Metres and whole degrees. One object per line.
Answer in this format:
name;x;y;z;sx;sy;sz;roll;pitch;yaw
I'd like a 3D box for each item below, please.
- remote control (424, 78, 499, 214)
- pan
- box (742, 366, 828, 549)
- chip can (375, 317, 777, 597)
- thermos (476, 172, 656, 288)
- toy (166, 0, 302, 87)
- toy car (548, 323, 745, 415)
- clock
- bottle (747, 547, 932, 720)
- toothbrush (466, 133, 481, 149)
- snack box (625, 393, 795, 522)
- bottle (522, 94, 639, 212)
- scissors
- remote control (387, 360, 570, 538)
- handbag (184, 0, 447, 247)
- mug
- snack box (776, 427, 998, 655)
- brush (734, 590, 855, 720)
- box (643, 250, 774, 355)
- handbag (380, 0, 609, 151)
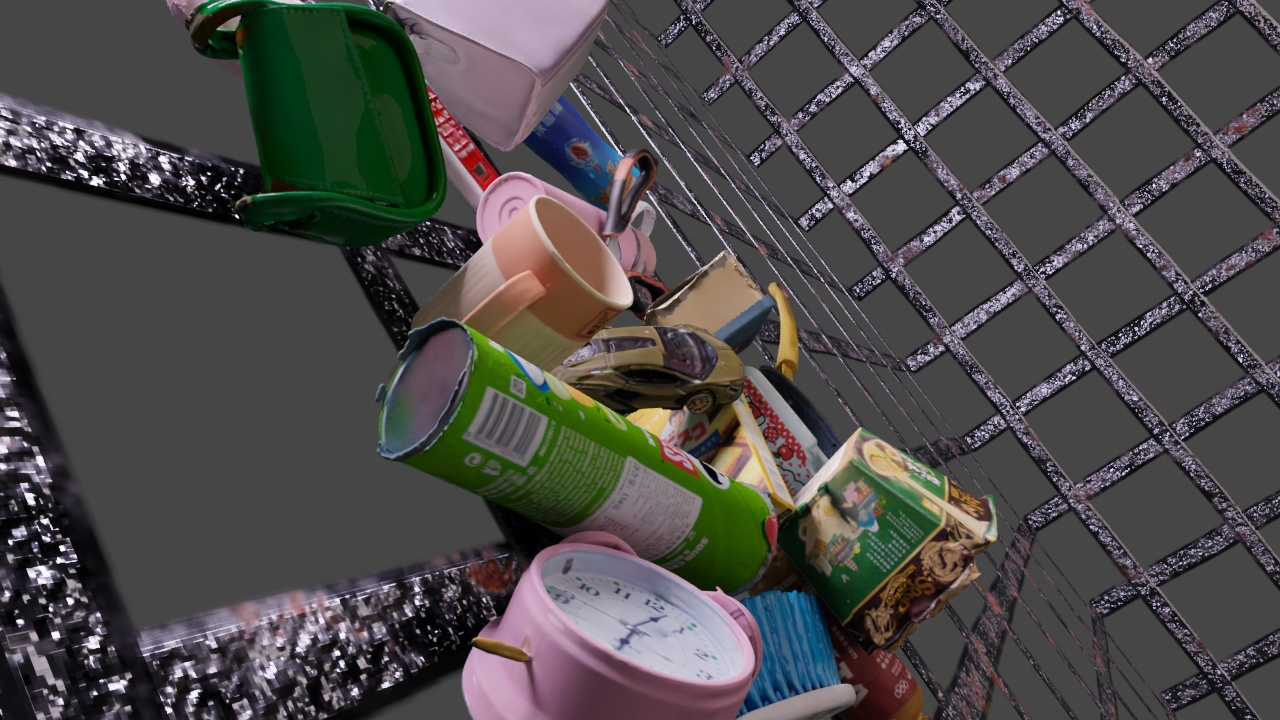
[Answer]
remote control;-0.155;-0.176;0.722;0.136;0.020;0.055;53;23;-17
pan;0.175;0.034;1.026;0.197;0.078;0.356;39;22;-33
box;0.115;0.100;0.727;0.201;0.102;0.095;51;19;-1
chip can;-0.022;0.059;0.474;0.236;0.072;0.072;32;26;-40
thermos;-0.048;-0.109;0.771;0.067;0.087;0.198;36;12;26
toy;-0.237;-0.213;0.584;0.121;0.054;0.159;42;16;-27
toy car;-0.004;0.004;0.620;0.158;0.042;0.070;-3;43;-16
clock;-0.005;0.125;0.400;0.117;0.060;0.158;25;9;10
bottle;0.149;0.213;0.658;0.175;0.058;0.057;53;19;5
toothbrush;-0.185;-0.195;0.730;0.017;0.012;0.185;50;18;17
snack box;0.044;0.070;0.639;0.033;0.087;0.140;36;23;-37
bottle;-0.089;-0.240;0.954;0.218;0.065;0.065;42;21;-25
scissors;-0.019;-0.089;0.748;0.222;0.015;0.189;8;83;-63
remote control;-0.079;0.049;0.499;0.135;0.019;0.056;38;22;-34
handbag;-0.174;-0.128;0.499;0.120;0.068;0.131;-8;84;-51
mug;-0.073;-0.027;0.521;0.081;0.106;0.114;50;19;-3
snack box;0.161;0.113;0.624;0.105;0.118;0.117;42;21;7
brush;0.043;0.184;0.484;0.314;0.061;0.109;19;40;-53
box;0.052;-0.028;0.755;0.061;0.089;0.184;53;-4;6
handbag;-0.129;-0.288;0.820;0.145;0.099;0.196;31;42;-7
